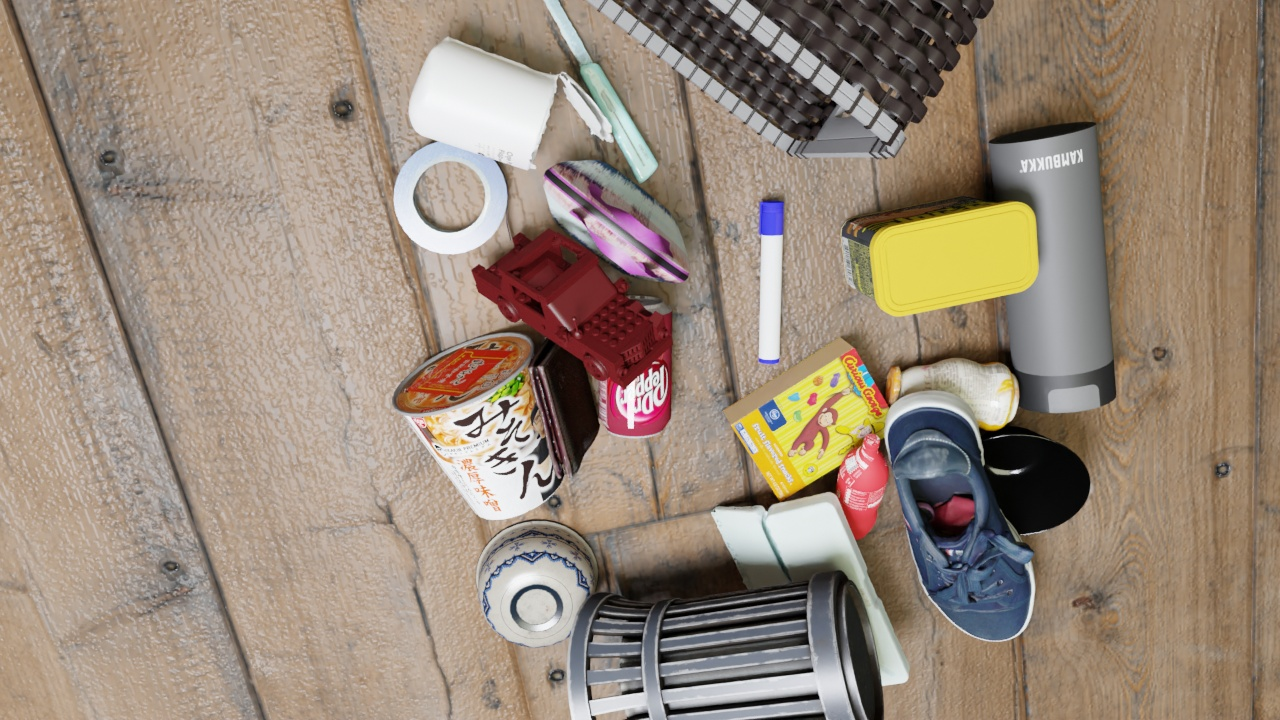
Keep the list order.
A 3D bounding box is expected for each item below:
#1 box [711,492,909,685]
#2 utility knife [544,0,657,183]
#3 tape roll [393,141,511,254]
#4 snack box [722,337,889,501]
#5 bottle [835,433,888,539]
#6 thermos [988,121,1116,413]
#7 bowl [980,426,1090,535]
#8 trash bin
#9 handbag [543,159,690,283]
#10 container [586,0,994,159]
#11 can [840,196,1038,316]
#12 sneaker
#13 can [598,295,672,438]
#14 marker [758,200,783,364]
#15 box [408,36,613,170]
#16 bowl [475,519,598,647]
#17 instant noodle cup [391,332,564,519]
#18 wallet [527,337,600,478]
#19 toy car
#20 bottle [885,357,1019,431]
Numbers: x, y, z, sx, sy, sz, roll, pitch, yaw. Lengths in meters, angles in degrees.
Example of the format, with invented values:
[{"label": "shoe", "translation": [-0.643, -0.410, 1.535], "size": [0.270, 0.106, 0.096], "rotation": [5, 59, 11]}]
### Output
[{"label": "box", "translation": [0.153, 0.216, 0.839], "size": [0.136, 0.043, 0.197], "rotation": [-14, 108, 37]}, {"label": "utility knife", "translation": [-0.034, -0.224, 0.751], "size": [0.022, 0.015, 0.168], "rotation": [-30, 103, 4]}, {"label": "tape roll", "translation": [-0.156, -0.135, 0.760], "size": [0.093, 0.016, 0.091], "rotation": [-9, 106, -3]}, {"label": "snack box", "translation": [0.153, 0.053, 0.829], "size": [0.126, 0.040, 0.088], "rotation": [-33, 106, 4]}, {"label": "bottle", "translation": [0.196, 0.111, 0.815], "size": [0.042, 0.041, 0.142], "rotation": [-9, 140, -3]}, {"label": "thermos", "translation": [0.356, -0.075, 0.791], "size": [0.082, 0.082, 0.240], "rotation": [-13, 106, -2]}, {"label": "bowl", "translation": [0.341, 0.098, 0.844], "size": [0.124, 0.052, 0.124], "rotation": [8, 128, 10]}, {"label": "trash bin", "translation": [0.077, 0.264, 0.779], "size": [0.228, 0.163, 0.164], "rotation": [-14, 107, 20]}, {"label": "handbag", "translation": [-0.014, -0.099, 0.703], "size": [0.144, 0.170, 0.068], "rotation": [36, 99, -13]}, {"label": "container", "translation": [0.114, -0.311, 0.622], "size": [0.245, 0.247, 0.244], "rotation": [34, 96, -13]}, {"label": "can", "translation": [0.243, -0.092, 0.766], "size": [0.131, 0.101, 0.072], "rotation": [-12, 106, -2]}, {"label": "sneaker", "translation": [0.287, 0.172, 0.803], "size": [0.121, 0.127, 0.295], "rotation": [-13, 124, 25]}, {"label": "can", "translation": [-0.005, 0.005, 0.789], "size": [0.063, 0.063, 0.114], "rotation": [-1, 105, -5]}, {"label": "marker", "translation": [0.113, -0.067, 0.803], "size": [0.020, 0.020, 0.141], "rotation": [-2, 106, -5]}, {"label": "box", "translation": [-0.093, -0.196, 0.718], "size": [0.161, 0.081, 0.092], "rotation": [19, 82, -10]}, {"label": "bowl", "translation": [-0.095, 0.211, 0.840], "size": [0.115, 0.059, 0.115], "rotation": [-1, 105, -5]}, {"label": "instant noodle cup", "translation": [-0.125, 0.060, 0.771], "size": [0.123, 0.123, 0.122], "rotation": [-21, 115, 0]}, {"label": "wallet", "translation": [-0.061, 0.030, 0.762], "size": [0.031, 0.119, 0.099], "rotation": [-10, 106, 11]}, {"label": "toy car", "translation": [-0.058, -0.050, 0.714], "size": [0.070, 0.170, 0.062], "rotation": [-43, 146, -23]}, {"label": "bottle", "translation": [0.278, 0.028, 0.823], "size": [0.109, 0.063, 0.063], "rotation": [6, 105, 5]}]
